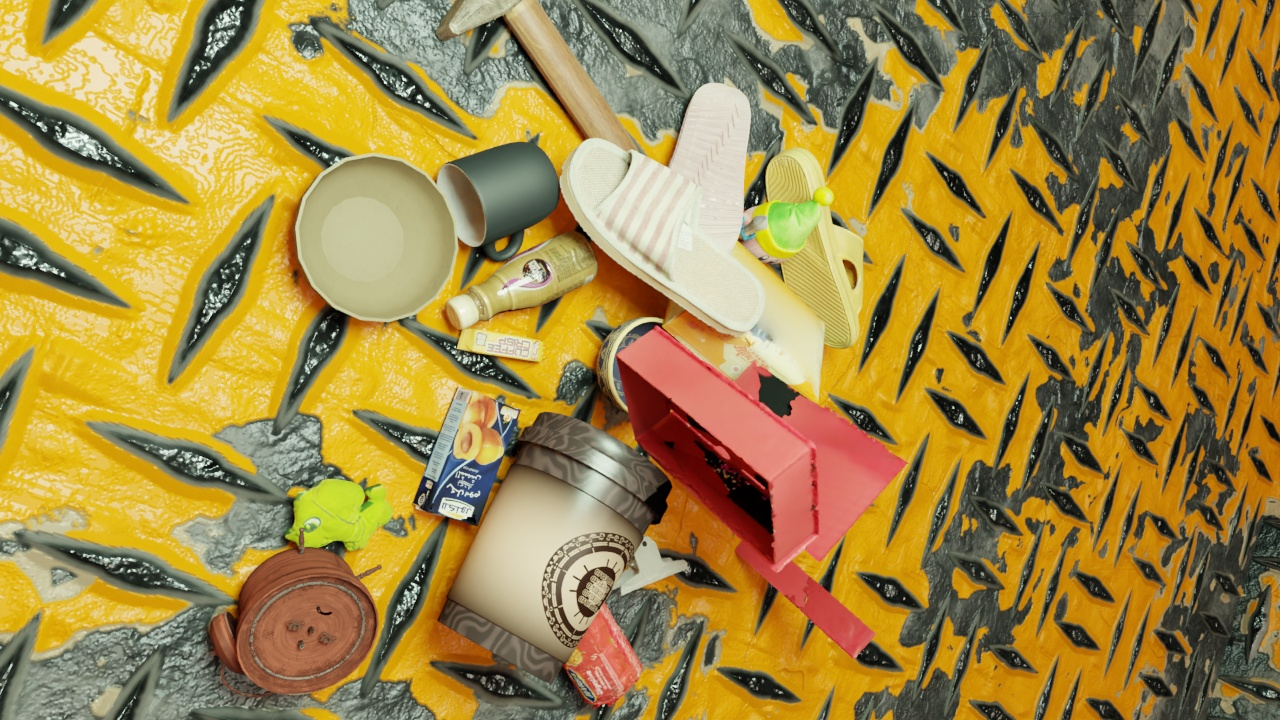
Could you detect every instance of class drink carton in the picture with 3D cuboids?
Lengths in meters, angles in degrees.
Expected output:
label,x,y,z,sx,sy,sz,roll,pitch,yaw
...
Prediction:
label,x,y,z,sx,sy,sz,roll,pitch,yaw
drink carton,-0.177,0.099,0.938,0.064,0.040,0.130,25,80,-35

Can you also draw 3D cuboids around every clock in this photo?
label,x,y,z,sx,sy,sz,roll,pitch,yaw
clock,-0.311,0.239,0.822,0.120,0.072,0.157,38,88,-33

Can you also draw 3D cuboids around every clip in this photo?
label,x,y,z,sx,sy,sz,roll,pitch,yaw
clip,0.008,0.242,1.094,0.101,0.056,0.056,-13,127,-36

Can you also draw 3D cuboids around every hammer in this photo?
label,x,y,z,sx,sy,sz,roll,pitch,yaw
hammer,-0.073,-0.281,0.974,0.157,0.037,0.301,-50,120,-21

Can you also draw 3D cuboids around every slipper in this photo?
label,x,y,z,sx,sy,sz,roll,pitch,yaw
slipper,0.074,-0.211,1.060,0.094,0.064,0.238,12,66,-3
slipper,0.232,-0.146,1.179,0.078,0.100,0.263,-26,106,-33
slipper,0.035,-0.129,0.938,0.263,0.052,0.114,40,58,-17

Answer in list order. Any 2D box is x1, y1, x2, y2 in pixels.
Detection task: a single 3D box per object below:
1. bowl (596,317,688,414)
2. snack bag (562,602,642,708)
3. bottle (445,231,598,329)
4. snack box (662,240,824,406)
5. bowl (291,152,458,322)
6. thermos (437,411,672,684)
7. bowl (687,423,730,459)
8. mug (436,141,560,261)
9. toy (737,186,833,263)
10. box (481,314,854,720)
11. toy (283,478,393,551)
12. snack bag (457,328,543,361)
label,x,y,z,sx,sy,sz,roll,pitch,yaw
bowl,-0.006,0.006,1.039,0.112,0.061,0.112,-4,98,-36
snack bag,-0.056,0.315,1.026,0.082,0.082,0.176,-39,116,-27
bottle,-0.123,-0.079,0.946,0.165,0.060,0.060,-30,112,-30
snack box,0.131,-0.044,1.065,0.195,0.081,0.144,39,41,-21
bowl,-0.250,-0.113,0.853,0.152,0.050,0.152,-4,98,-36
thermos,-0.090,0.189,0.924,0.172,0.173,0.225,41,68,-32
bowl,0.094,0.083,1.115,0.114,0.050,0.115,-18,132,-21
mug,-0.139,-0.153,0.919,0.094,0.085,0.122,-28,139,-33
toy,0.161,-0.166,1.100,0.124,0.131,0.097,16,91,-36
box,-0.008,0.149,0.822,0.350,0.217,0.198,-36,140,-17
toy,-0.284,0.147,0.868,0.094,0.036,0.093,-47,128,-20
snack bag,-0.144,-0.016,0.962,0.099,0.020,0.026,11,90,-36
